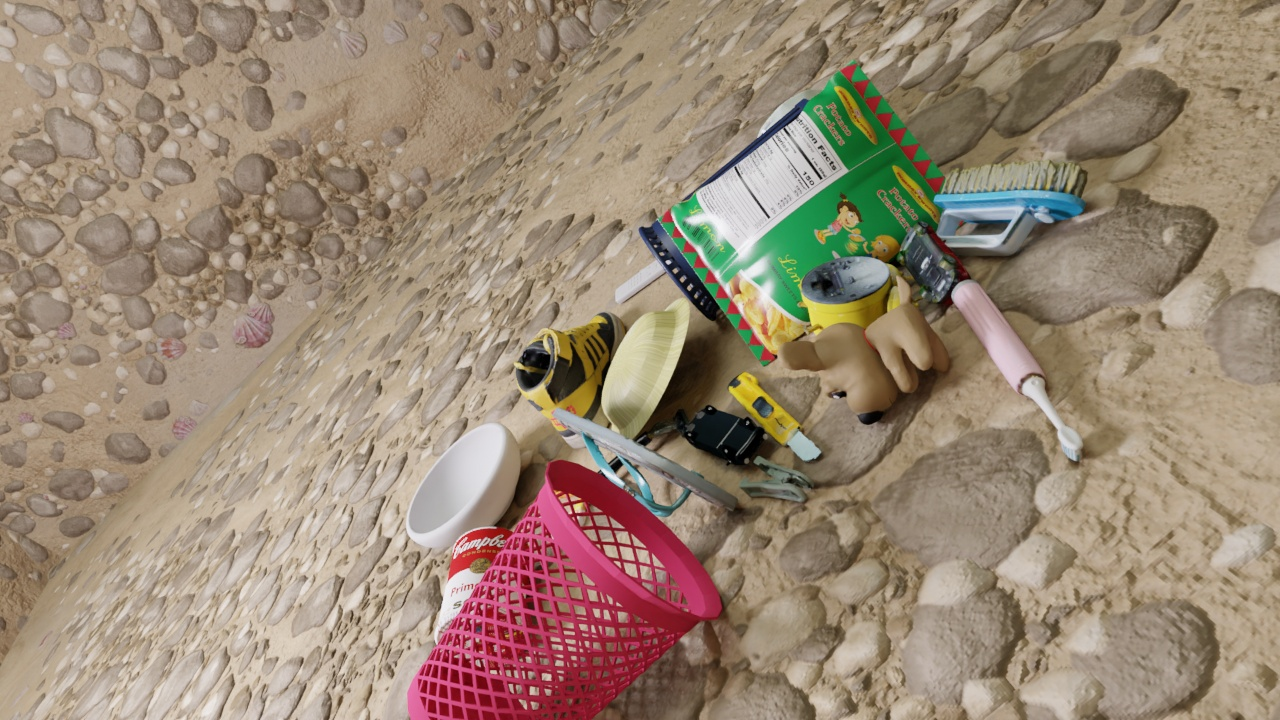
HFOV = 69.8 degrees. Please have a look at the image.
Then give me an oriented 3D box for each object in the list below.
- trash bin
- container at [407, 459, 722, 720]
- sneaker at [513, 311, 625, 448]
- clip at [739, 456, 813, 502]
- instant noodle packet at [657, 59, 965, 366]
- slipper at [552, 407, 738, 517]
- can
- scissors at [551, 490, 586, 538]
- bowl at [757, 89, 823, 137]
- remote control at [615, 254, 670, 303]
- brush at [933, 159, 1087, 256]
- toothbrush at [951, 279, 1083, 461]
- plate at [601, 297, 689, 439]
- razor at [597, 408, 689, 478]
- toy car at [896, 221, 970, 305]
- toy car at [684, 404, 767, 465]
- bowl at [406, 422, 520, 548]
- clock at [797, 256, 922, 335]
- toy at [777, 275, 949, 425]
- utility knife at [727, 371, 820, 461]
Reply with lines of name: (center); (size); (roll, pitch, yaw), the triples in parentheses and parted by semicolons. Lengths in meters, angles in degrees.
trash bin: (0.137, -0.176, 1.052); (0.250, 0.139, 0.139); (-39, 27, 10)
container: (-0.076, 0.228, 0.763); (0.226, 0.183, 0.183); (-50, 26, 8)
sneaker: (-0.090, -0.008, 1.157); (0.086, 0.122, 0.238); (-30, 31, 25)
clip: (0.124, 0.100, 0.805); (0.078, 0.023, 0.050); (-15, 41, 50)
instant noodle packet: (0.170, -0.146, 0.931); (0.253, 0.195, 0.090); (-37, -8, 17)
slipper: (-0.017, 0.102, 0.897); (0.269, 0.098, 0.054); (21, 77, 52)
can: (-0.157, 0.242, 0.939); (0.087, 0.086, 0.116); (-35, 28, 20)
scissors: (-0.061, 0.153, 1.010); (0.126, 0.011, 0.127); (-14, 41, 44)
bowl: (0.206, -0.270, 1.135); (0.117, 0.117, 0.061); (-40, 64, 10)
remote control: (0.017, -0.124, 1.287); (0.131, 0.012, 0.033); (-34, 31, 22)
brush: (0.325, -0.131, 0.808); (0.136, 0.055, 0.075); (11, 83, 60)
toothbrush: (0.287, 0.001, 0.703); (0.027, 0.026, 0.222); (-18, 33, 9)
plate: (-0.006, 0.006, 1.034); (0.185, 0.036, 0.184); (-59, 15, 26)
razor: (-0.010, 0.100, 0.986); (0.144, 0.022, 0.042); (-36, 26, 7)
toy car: (0.265, -0.088, 0.831); (0.091, 0.036, 0.042); (-113, 37, -46)
toy car: (0.082, 0.074, 0.889); (0.046, 0.034, 0.112); (-51, 26, -11)
bowl: (-0.208, 0.165, 1.143); (0.177, 0.066, 0.176); (-34, 28, 21)
clock: (0.207, -0.060, 0.858); (0.119, 0.057, 0.083); (-13, 31, 9)
toy: (0.195, -0.004, 0.776); (0.108, 0.134, 0.105); (-28, 73, 30)
utility knife: (0.127, 0.052, 0.882); (0.030, 0.018, 0.191); (-53, 29, 7)
